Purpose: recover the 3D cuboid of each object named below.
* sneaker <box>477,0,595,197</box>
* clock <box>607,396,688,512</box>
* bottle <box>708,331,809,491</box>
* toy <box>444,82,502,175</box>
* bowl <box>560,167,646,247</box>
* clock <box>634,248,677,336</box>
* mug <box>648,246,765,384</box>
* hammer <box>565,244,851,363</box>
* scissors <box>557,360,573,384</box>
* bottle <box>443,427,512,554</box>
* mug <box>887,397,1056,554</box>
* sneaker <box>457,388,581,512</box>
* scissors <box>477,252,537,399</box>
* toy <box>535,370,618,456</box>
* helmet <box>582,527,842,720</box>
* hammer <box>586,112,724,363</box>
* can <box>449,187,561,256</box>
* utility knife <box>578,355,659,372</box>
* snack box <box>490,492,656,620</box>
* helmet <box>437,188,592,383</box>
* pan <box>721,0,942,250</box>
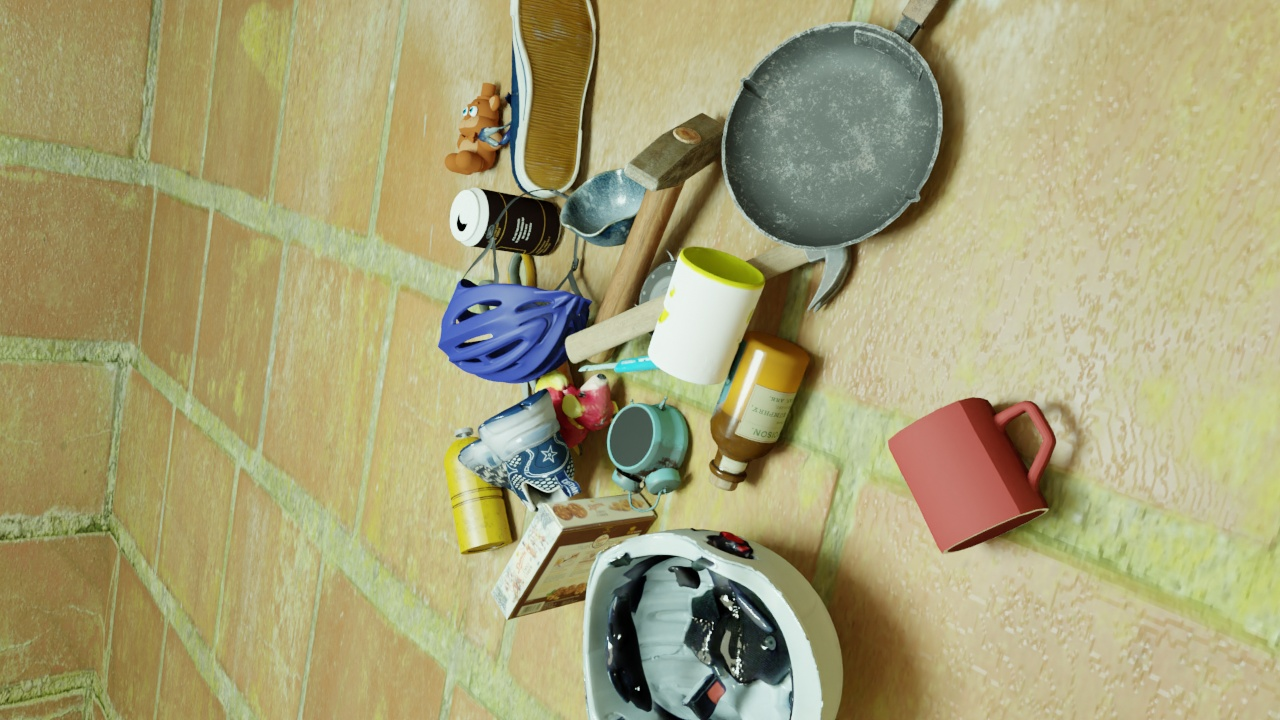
[{"bbox_3d":[-0.132,-0.349,1.154,0.127,0.120,0.294,-169,81,-69],"label":"sneaker"},{"bbox_3d":[0.005,0.103,1.004,0.090,0.053,0.124,-7,71,45],"label":"clock"},{"bbox_3d":[0.106,0.054,0.894,0.068,0.067,0.157,35,113,42],"label":"bottle"},{"bbox_3d":[-0.226,-0.320,1.265,0.095,0.065,0.127,10,90,48],"label":"toy"},{"bbox_3d":[-0.031,-0.166,1.043,0.110,0.055,0.110,-15,45,16],"label":"bowl"},{"bbox_3d":[0.048,-0.057,0.976,0.123,0.043,0.091,42,113,33],"label":"clock"},{"bbox_3d":[0.060,-0.042,0.858,0.082,0.082,0.106,40,122,40],"label":"mug"},{"bbox_3d":[0.056,-0.066,0.922,0.332,0.030,0.119,-22,76,26],"label":"hammer"},{"bbox_3d":[-0.093,-0.012,1.148,0.084,0.012,0.133,-33,70,38],"label":"scissors"},{"bbox_3d":[-0.223,0.172,1.235,0.071,0.071,0.163,-30,67,42],"label":"bottle"},{"bbox_3d":[0.268,0.083,0.715,0.117,0.080,0.096,-37,62,31],"label":"mug"},{"bbox_3d":[-0.134,0.132,1.095,0.132,0.103,0.270,57,156,6],"label":"sneaker"},{"bbox_3d":[-0.158,-0.043,1.214,0.166,0.016,0.225,-48,56,34],"label":"scissors"},{"bbox_3d":[-0.082,0.063,1.097,0.138,0.067,0.105,-5,99,52],"label":"toy"},{"bbox_3d":[0.080,0.267,0.845,0.265,0.163,0.236,0,92,40],"label":"helmet"},{"bbox_3d":[-0.006,-0.111,0.992,0.037,0.157,0.302,33,128,11],"label":"hammer"},{"bbox_3d":[-0.166,-0.172,1.146,0.072,0.128,0.072,-3,86,46],"label":"can"},{"bbox_3d":[-0.006,0.006,1.027,0.159,0.015,0.022,-8,43,33],"label":"utility knife"},{"bbox_3d":[-0.073,0.215,1.021,0.041,0.143,0.147,50,123,33],"label":"snack box"},{"bbox_3d":[-0.146,-0.085,1.095,0.242,0.147,0.227,-6,72,47],"label":"helmet"},{"bbox_3d":[0.213,-0.258,0.802,0.207,0.040,0.357,44,108,26],"label":"pan"}]
